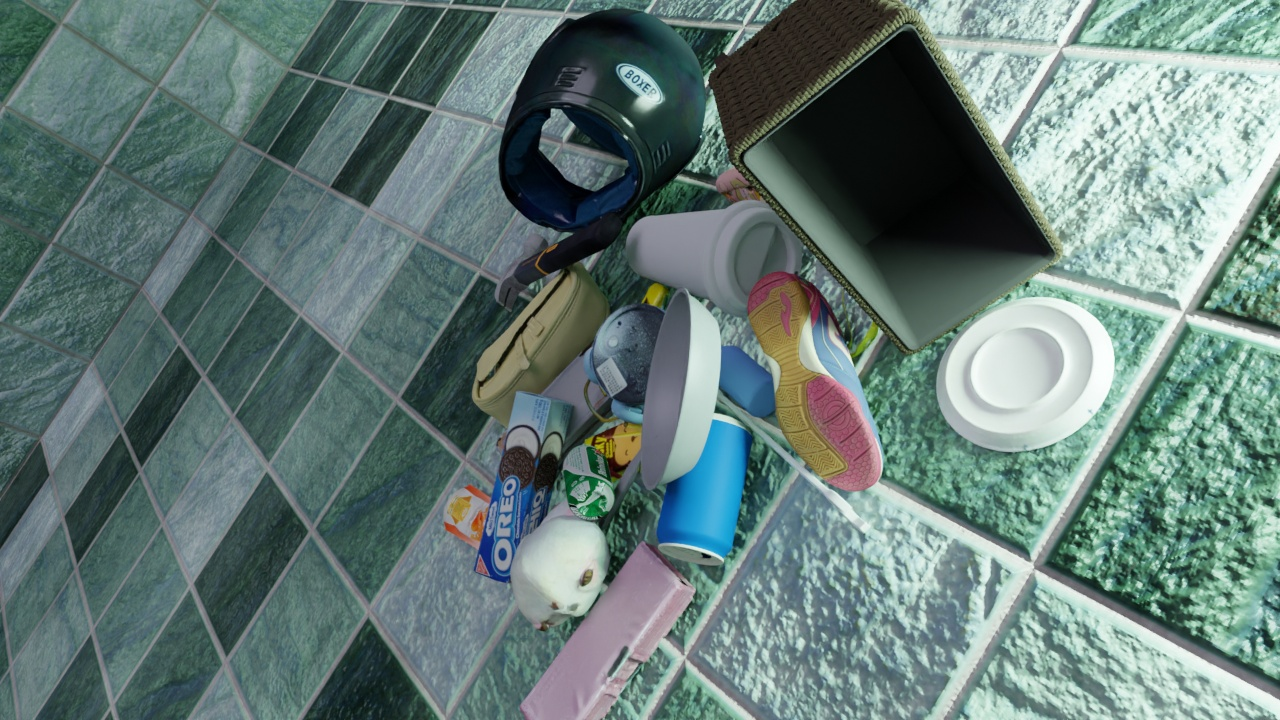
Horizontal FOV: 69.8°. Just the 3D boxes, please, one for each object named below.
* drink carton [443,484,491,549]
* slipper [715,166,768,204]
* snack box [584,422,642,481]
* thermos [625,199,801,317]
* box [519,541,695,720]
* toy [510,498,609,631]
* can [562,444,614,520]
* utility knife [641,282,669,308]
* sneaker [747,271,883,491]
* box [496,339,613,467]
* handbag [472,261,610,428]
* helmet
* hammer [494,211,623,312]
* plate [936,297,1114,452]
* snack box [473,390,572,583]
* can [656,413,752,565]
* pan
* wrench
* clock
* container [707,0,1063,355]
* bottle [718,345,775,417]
[{"bbox_3d":[-0.205,0.213,1.199,0.122,0.039,0.069,19,77,41],"label":"drink carton"},{"bbox_3d":[0.168,-0.209,1.091,0.093,0.081,0.197,-30,13,-19],"label":"slipper"},{"bbox_3d":[-0.002,0.099,1.088,0.149,0.025,0.061,-26,48,28],"label":"snack box"},{"bbox_3d":[0.076,-0.128,1.099,0.222,0.131,0.131,17,77,55],"label":"thermos"},{"bbox_3d":[-0.037,0.310,0.981,0.233,0.037,0.098,-55,37,0],"label":"box"},{"bbox_3d":[-0.091,0.219,1.047,0.139,0.101,0.179,-52,15,25],"label":"toy"},{"bbox_3d":[-0.059,0.137,1.035,0.053,0.053,0.101,-46,21,10],"label":"can"},{"bbox_3d":[-0.022,-0.004,1.180,0.029,0.020,0.213,24,85,48],"label":"utility knife"},{"bbox_3d":[0.194,0.017,0.934,0.116,0.091,0.241,-32,66,31],"label":"sneaker"},{"bbox_3d":[-0.089,0.063,1.158,0.217,0.062,0.081,-45,64,16],"label":"box"},{"bbox_3d":[-0.142,-0.030,1.255,0.233,0.088,0.191,-49,36,6],"label":"handbag"},{"bbox_3d":[-0.045,-0.336,1.262,0.317,0.249,0.235,-33,26,57],"label":"helmet"},{"bbox_3d":[-0.112,-0.144,1.240,0.313,0.035,0.139,-14,42,58],"label":"hammer"},{"bbox_3d":[0.344,0.009,0.836,0.157,0.014,0.156,-23,50,31],"label":"plate"},{"bbox_3d":[-0.141,0.153,1.112,0.059,0.059,0.226,13,87,27],"label":"snack box"},{"bbox_3d":[0.067,0.133,0.962,0.079,0.079,0.145,-6,61,40],"label":"can"},{"bbox_3d":[0.015,0.081,0.960,0.358,0.050,0.200,109,167,-45],"label":"pan"},{"bbox_3d":[0.143,0.092,0.950,0.009,0.047,0.273,-45,40,-1],"label":"wrench"},{"bbox_3d":[-0.006,0.006,1.063,0.162,0.060,0.118,-39,68,19],"label":"clock"},{"bbox_3d":[0.218,-0.196,0.870,0.177,0.321,0.204,-36,39,19],"label":"container"},{"bbox_3d":[0.104,0.011,1.030,0.048,0.048,0.131,-50,42,5],"label":"bottle"}]
